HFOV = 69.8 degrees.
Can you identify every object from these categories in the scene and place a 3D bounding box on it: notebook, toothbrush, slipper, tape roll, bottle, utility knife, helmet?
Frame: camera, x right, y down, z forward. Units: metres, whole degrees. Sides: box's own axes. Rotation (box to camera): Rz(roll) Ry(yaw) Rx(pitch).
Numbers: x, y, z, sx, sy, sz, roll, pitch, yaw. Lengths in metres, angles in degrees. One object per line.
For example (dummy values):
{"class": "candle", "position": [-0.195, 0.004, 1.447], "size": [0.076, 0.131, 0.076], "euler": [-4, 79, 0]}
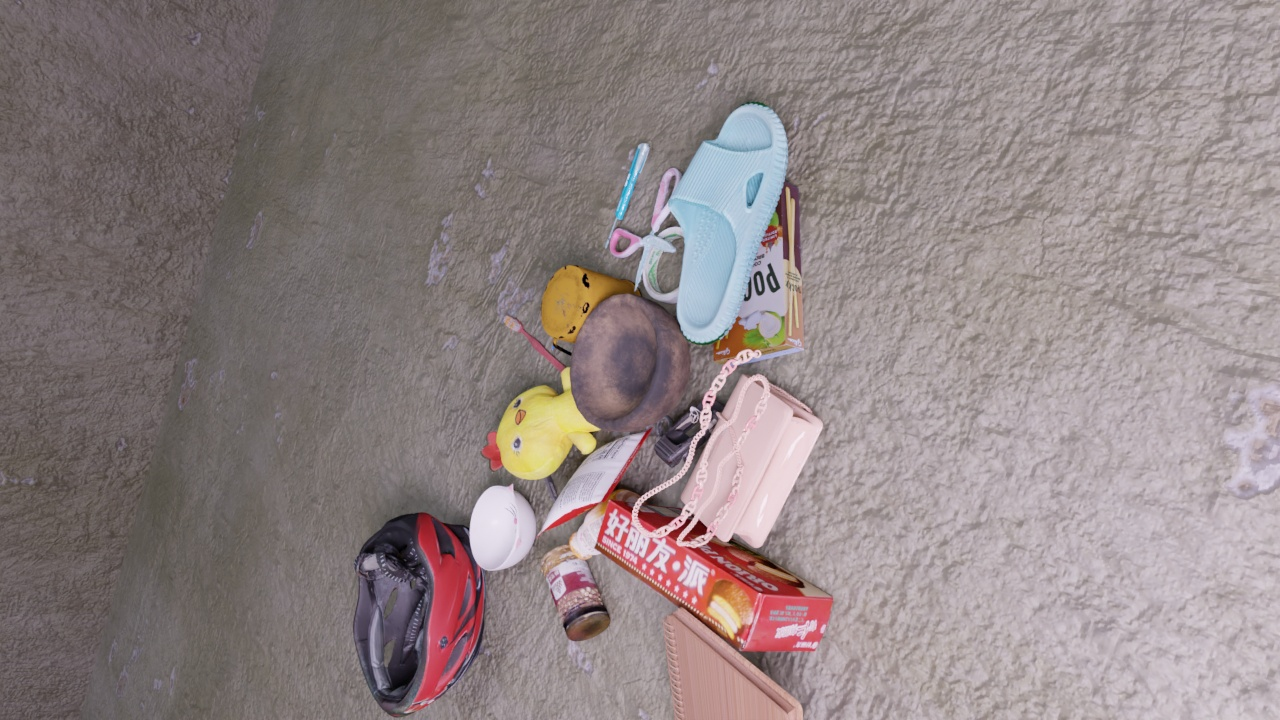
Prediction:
{"class": "notebook", "position": [0.085, 0.348, 0.857], "size": [0.169, 0.022, 0.211], "euler": [29, 135, 47]}
{"class": "toothbrush", "position": [-0.141, 0.128, 1.268], "size": [0.013, 0.012, 0.167], "euler": [-42, 50, 22]}
{"class": "slipper", "position": [0.086, -0.153, 1.002], "size": [0.116, 0.069, 0.276], "euler": [16, 92, 46]}
{"class": "tape roll", "position": [0.040, -0.117, 1.130], "size": [0.094, 0.018, 0.093], "euler": [-16, 69, 45]}
{"class": "toothbrush", "position": [-0.149, -0.021, 1.318], "size": [0.184, 0.015, 0.015], "euler": [39, 102, 45]}
{"class": "bottle", "position": [-0.039, 0.200, 1.095], "size": [0.109, 0.063, 0.063], "euler": [-39, 53, 34]}
{"class": "utility knife", "position": [-0.019, -0.218, 1.227], "size": [0.149, 0.015, 0.022], "euler": [-69, 25, 10]}
{"class": "bottle", "position": [-0.081, 0.283, 1.123], "size": [0.056, 0.056, 0.105], "euler": [-51, 46, 26]}
{"class": "helmet", "position": [-0.307, 0.349, 1.274], "size": [0.218, 0.166, 0.271], "euler": [-16, 68, 45]}

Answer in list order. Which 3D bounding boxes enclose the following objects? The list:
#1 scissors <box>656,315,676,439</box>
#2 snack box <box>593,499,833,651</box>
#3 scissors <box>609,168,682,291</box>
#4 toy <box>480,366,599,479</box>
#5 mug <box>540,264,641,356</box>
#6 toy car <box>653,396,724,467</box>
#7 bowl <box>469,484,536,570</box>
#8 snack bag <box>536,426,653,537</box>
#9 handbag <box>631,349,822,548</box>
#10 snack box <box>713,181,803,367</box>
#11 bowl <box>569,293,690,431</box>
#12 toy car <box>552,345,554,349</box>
{"class": "scissors", "position": [0.031, 0.030, 1.102], "size": [0.120, 0.014, 0.160], "euler": [45, 116, 46]}
{"class": "snack box", "position": [0.068, 0.214, 0.932], "size": [0.237, 0.113, 0.060], "euler": [22, 95, 49]}
{"class": "scissors", "position": [0.013, -0.170, 1.157], "size": [0.175, 0.013, 0.170], "euler": [-62, 28, 3]}
{"class": "toy", "position": [-0.111, 0.085, 1.193], "size": [0.208, 0.092, 0.133], "euler": [-33, 44, 27]}
{"class": "mug", "position": [-0.071, -0.057, 1.179], "size": [0.124, 0.094, 0.100], "euler": [-55, 45, 22]}
{"class": "toy car", "position": [0.057, 0.077, 1.021], "size": [0.092, 0.037, 0.040], "euler": [-40, 41, -9]}
{"class": "bowl", "position": [-0.181, 0.230, 1.254], "size": [0.115, 0.050, 0.114], "euler": [-17, 67, 45]}
{"class": "snack bag", "position": [-0.057, 0.144, 1.101], "size": [0.144, 0.039, 0.130], "euler": [-35, 14, 43]}
{"class": "handbag", "position": [0.070, 0.074, 0.913], "size": [0.116, 0.187, 0.199], "euler": [37, 104, 53]}
{"class": "snack box", "position": [0.128, -0.094, 1.014], "size": [0.101, 0.031, 0.185], "euler": [-15, 68, 45]}
{"class": "bowl", "position": [-0.006, 0.006, 1.083], "size": [0.163, 0.070, 0.162], "euler": [-14, 70, 44]}
{"class": "toy car", "position": [-0.107, -0.068, 1.267], "size": [0.062, 0.033, 0.092], "euler": [-30, 58, 32]}
